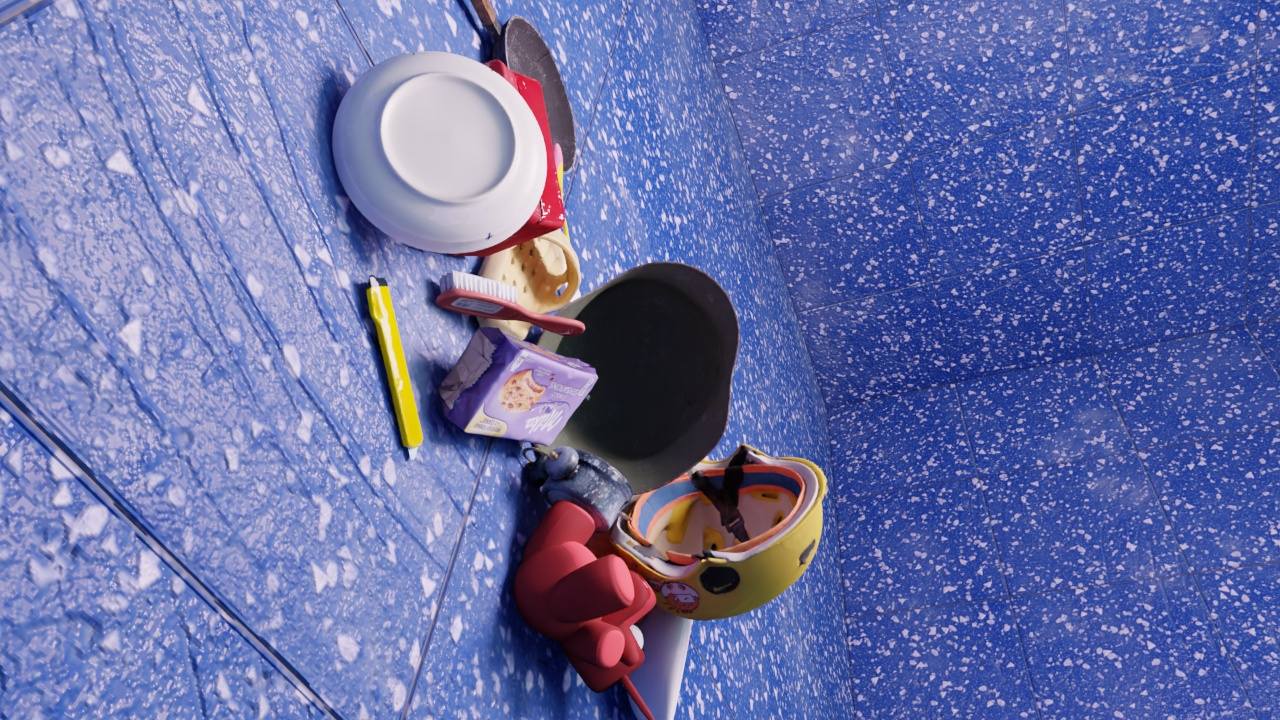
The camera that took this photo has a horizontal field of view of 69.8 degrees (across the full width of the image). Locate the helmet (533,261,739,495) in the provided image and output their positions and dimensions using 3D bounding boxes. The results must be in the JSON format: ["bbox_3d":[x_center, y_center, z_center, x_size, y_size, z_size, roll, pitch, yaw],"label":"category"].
[{"bbox_3d":[-0.006,0.006,1.061,0.227,0.268,0.153,36,7,-9],"label":"helmet"}]

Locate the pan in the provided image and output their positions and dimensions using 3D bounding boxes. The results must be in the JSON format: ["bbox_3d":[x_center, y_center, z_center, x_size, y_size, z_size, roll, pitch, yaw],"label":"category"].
[{"bbox_3d":[-0.166,-0.380,1.121,0.357,0.040,0.207,57,26,-46],"label":"pan"}]

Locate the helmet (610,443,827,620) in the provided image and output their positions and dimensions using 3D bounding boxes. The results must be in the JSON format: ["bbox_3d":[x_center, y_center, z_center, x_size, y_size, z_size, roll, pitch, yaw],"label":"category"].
[{"bbox_3d":[0.096,0.202,1.011,0.208,0.240,0.140,-60,139,-56],"label":"helmet"}]

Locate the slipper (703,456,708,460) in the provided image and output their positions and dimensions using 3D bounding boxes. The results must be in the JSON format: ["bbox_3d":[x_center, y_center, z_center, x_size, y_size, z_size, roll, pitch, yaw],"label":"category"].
[{"bbox_3d":[0.055,0.181,1.363,0.081,0.093,0.197,14,60,-49],"label":"slipper"}]

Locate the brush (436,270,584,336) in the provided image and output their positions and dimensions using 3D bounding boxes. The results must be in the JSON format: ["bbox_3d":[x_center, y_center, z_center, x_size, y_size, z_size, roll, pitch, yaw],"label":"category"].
[{"bbox_3d":[-0.125,-0.055,0.909,0.172,0.041,0.030,14,63,-42],"label":"brush"}]

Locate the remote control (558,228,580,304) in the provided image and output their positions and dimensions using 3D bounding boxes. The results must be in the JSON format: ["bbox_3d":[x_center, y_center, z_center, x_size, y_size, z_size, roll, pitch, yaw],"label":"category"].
[{"bbox_3d":[-0.100,-0.118,1.181,0.043,0.013,0.136,-50,126,-69],"label":"remote control"}]

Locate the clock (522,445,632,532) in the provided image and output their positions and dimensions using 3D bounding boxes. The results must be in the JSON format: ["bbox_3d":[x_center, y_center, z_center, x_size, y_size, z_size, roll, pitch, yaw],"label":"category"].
[{"bbox_3d":[-0.067,0.127,0.952,0.129,0.090,0.052,40,61,-10],"label":"clock"}]

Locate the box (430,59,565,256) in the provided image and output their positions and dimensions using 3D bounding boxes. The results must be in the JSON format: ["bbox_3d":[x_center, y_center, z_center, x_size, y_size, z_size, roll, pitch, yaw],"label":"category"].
[{"bbox_3d":[-0.148,-0.187,0.882,0.122,0.137,0.157,10,70,-71],"label":"box"}]

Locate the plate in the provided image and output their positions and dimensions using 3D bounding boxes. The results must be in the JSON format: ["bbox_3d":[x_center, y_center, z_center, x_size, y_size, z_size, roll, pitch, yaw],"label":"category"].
[{"bbox_3d":[-0.163,-0.182,0.774,0.034,0.182,0.182,153,-72,-66],"label":"plate"}]

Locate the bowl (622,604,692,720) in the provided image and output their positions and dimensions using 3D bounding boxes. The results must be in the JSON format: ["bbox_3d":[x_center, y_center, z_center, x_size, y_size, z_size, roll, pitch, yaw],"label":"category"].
[{"bbox_3d":[0.018,0.348,1.087,0.176,0.066,0.176,11,89,-82],"label":"bowl"}]

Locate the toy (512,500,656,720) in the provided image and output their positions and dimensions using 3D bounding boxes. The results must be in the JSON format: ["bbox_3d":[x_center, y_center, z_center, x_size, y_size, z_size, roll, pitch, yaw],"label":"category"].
[{"bbox_3d":[-0.045,0.251,0.911,0.158,0.120,0.197,38,-23,54],"label":"toy"}]

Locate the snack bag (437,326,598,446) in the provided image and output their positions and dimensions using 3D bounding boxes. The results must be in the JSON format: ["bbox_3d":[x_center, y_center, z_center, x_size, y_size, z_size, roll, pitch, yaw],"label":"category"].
[{"bbox_3d":[-0.115,0.026,0.890,0.058,0.096,0.205,37,4,22],"label":"snack bag"}]

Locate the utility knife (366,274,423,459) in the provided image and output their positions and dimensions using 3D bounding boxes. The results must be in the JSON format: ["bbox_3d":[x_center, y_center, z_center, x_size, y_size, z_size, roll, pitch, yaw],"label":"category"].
[{"bbox_3d":[-0.203,0.006,0.759,0.030,0.017,0.155,-22,98,-68],"label":"utility knife"}]

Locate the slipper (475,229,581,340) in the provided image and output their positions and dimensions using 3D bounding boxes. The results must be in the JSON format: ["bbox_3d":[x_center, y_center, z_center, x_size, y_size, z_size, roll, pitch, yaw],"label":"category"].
[{"bbox_3d":[-0.114,-0.105,1.022,0.260,0.079,0.111,-72,142,-58],"label":"slipper"}]

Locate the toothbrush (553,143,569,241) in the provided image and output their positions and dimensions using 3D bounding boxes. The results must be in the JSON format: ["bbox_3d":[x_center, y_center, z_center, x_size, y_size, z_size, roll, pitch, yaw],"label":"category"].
[{"bbox_3d":[-0.102,-0.203,1.148,0.021,0.016,0.135,-15,101,-66],"label":"toothbrush"}]

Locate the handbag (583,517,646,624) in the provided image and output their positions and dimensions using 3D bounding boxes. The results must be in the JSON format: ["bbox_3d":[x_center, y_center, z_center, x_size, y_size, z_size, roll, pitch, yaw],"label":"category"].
[{"bbox_3d":[-0.015,0.211,1.094,0.109,0.060,0.171,58,41,-25],"label":"handbag"}]
